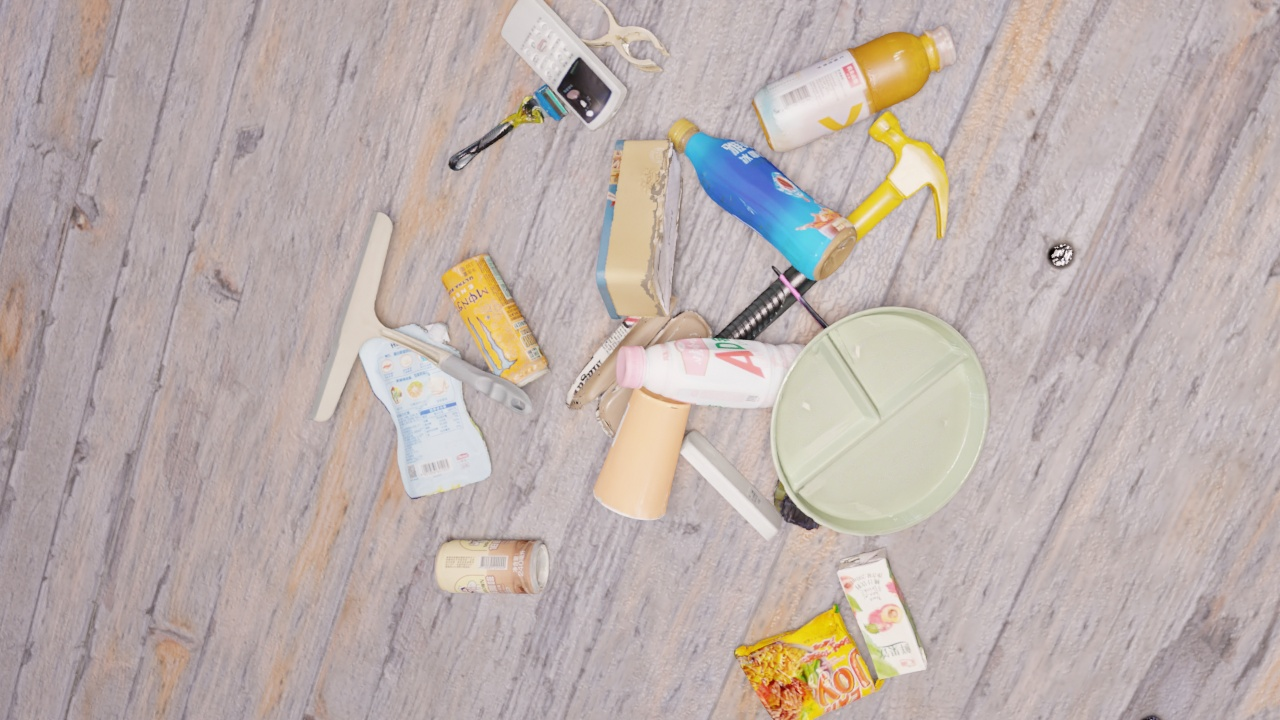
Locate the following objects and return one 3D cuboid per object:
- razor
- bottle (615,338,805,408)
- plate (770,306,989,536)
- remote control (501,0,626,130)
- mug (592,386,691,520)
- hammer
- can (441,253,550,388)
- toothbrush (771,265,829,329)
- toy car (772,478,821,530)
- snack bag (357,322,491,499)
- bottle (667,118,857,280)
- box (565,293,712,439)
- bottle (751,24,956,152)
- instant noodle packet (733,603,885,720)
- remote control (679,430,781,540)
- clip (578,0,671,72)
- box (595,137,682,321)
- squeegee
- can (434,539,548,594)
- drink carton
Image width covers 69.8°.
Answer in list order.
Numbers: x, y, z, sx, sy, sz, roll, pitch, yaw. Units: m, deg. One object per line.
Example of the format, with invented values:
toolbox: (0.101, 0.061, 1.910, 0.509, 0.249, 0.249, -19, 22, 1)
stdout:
razor: (-0.147, -0.244, 0.976, 0.143, 0.022, 0.042, -29, 135, 16)
bottle: (0.075, 0.012, 0.899, 0.196, 0.068, 0.068, 4, 99, -17)
plate: (0.232, 0.060, 0.898, 0.230, 0.027, 0.230, -2, 102, -11)
remote control: (-0.080, -0.307, 0.944, 0.150, 0.021, 0.058, 47, 128, 3)
mug: (0.005, 0.088, 0.924, 0.078, 0.078, 0.123, 19, 105, 8)
hammer: (0.181, -0.101, 0.924, 0.301, 0.032, 0.129, -43, 86, 13)
can: (-0.155, -0.039, 0.983, 0.058, 0.058, 0.146, -29, 91, 13)
toothbrush: (0.193, -0.027, 0.917, 0.018, 0.014, 0.189, -43, 104, 1)
toy car: (0.188, 0.098, 0.942, 0.070, 0.042, 0.158, 21, 99, 7)
snack bag: (-0.240, 0.053, 1.023, 0.110, 0.038, 0.191, -16, 91, 15)
bottle: (0.110, -0.166, 0.896, 0.218, 0.065, 0.065, 43, 103, 21)
box: (-0.006, 0.005, 0.946, 0.162, 0.086, 0.075, -48, 49, 17)
bottle: (0.204, -0.264, 0.880, 0.190, 0.068, 0.068, -21, 93, 13)
instant noodle packet: (0.181, 0.330, 0.973, 0.128, 0.044, 0.111, -29, 95, 13)
remote control: (0.093, 0.128, 0.957, 0.135, 0.056, 0.019, 45, 105, 2)
clip: (-0.017, -0.328, 0.936, 0.100, 0.034, 0.072, 31, 103, 15)
box: (0.001, -0.123, 0.892, 0.062, 0.090, 0.184, 3, 63, 13)
squeegee: (-0.213, 0.000, 0.976, 0.247, 0.039, 0.247, 24, 103, 16)
can: (-0.164, 0.229, 1.019, 0.116, 0.058, 0.058, -2, 96, 11)
drink carton: (0.250, 0.261, 0.948, 0.054, 0.045, 0.122, -21, 92, 18)
